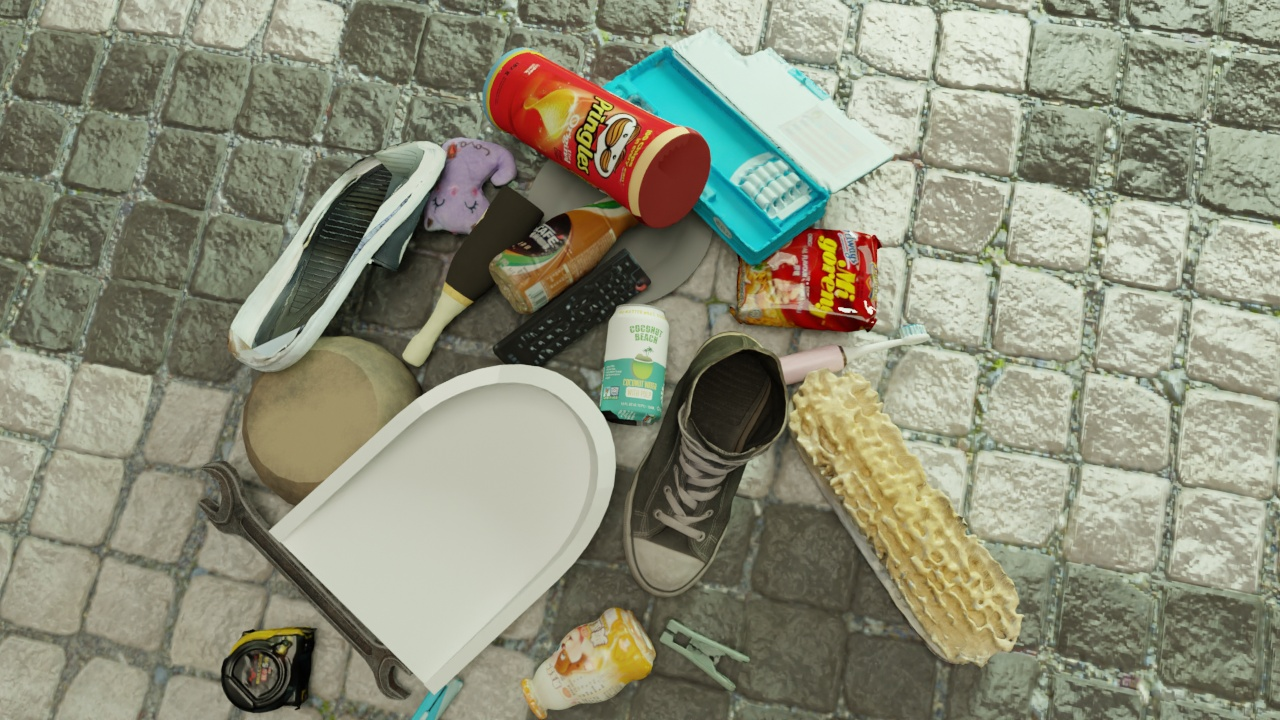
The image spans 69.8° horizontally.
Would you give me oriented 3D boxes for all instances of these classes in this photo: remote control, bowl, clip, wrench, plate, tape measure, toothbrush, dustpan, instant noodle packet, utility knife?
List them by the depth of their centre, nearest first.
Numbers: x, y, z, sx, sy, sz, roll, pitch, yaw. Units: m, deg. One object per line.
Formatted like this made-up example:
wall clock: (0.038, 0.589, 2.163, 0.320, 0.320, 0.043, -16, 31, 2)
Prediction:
dustpan: (-0.140, 0.119, 0.762, 0.257, 0.053, 0.191, -44, 98, -14)
clip: (0.053, 0.246, 0.774, 0.075, 0.023, 0.037, 28, 83, 11)
utility knife: (-0.198, 0.329, 0.781, 0.022, 0.015, 0.141, 32, 85, 13)
tape measure: (-0.320, 0.265, 0.790, 0.072, 0.042, 0.071, 2, 83, 0)
wrench: (-0.295, 0.192, 0.802, 0.273, 0.010, 0.070, 42, 120, 10)
bowl: (-0.277, 0.054, 0.814, 0.162, 0.070, 0.162, -1, 78, 4)
toothbrush: (0.147, 0.004, 0.815, 0.222, 0.027, 0.026, -15, 67, 0)
remote control: (-0.063, -0.043, 0.825, 0.150, 0.047, 0.022, -36, 41, 5)
instant noodle packet: (0.147, -0.075, 0.825, 0.135, 0.040, 0.098, 5, 72, 6)
plate: (-0.019, -0.135, 0.862, 0.178, 0.012, 0.178, -1, 78, 4)

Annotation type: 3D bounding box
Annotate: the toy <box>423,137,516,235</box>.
toy: (-0.160, -0.163, 0.868, 0.080, 0.036, 0.099, 9, 78, 0)

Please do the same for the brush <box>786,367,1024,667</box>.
brush: (0.215, 0.128, 0.768, 0.083, 0.057, 0.271, -31, 78, -4)

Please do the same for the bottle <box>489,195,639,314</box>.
bottle: (-0.054, -0.109, 0.824, 0.167, 0.059, 0.059, -37, 78, -12)

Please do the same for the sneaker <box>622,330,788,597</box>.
sneaker: (0.051, 0.091, 0.744, 0.095, 0.120, 0.235, 26, 93, -2)

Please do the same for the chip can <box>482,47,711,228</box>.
chip can: (-0.043, -0.200, 0.805, 0.213, 0.087, 0.087, 37, 83, 32)

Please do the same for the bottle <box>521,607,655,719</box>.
bottle: (-0.044, 0.253, 0.759, 0.109, 0.063, 0.063, -32, 78, -3)

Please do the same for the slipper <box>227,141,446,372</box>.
slipper: (-0.265, -0.093, 0.834, 0.111, 0.063, 0.263, 14, 62, 31)

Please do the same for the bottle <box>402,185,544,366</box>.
bottle: (-0.159, -0.073, 0.842, 0.045, 0.045, 0.184, 36, 93, 10)

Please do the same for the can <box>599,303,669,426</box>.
can: (-0.005, 0.005, 0.811, 0.055, 0.055, 0.101, 5, 79, 5)

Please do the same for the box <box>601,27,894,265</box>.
box: (0.096, -0.216, 0.845, 0.181, 0.039, 0.227, -36, 70, -15)
